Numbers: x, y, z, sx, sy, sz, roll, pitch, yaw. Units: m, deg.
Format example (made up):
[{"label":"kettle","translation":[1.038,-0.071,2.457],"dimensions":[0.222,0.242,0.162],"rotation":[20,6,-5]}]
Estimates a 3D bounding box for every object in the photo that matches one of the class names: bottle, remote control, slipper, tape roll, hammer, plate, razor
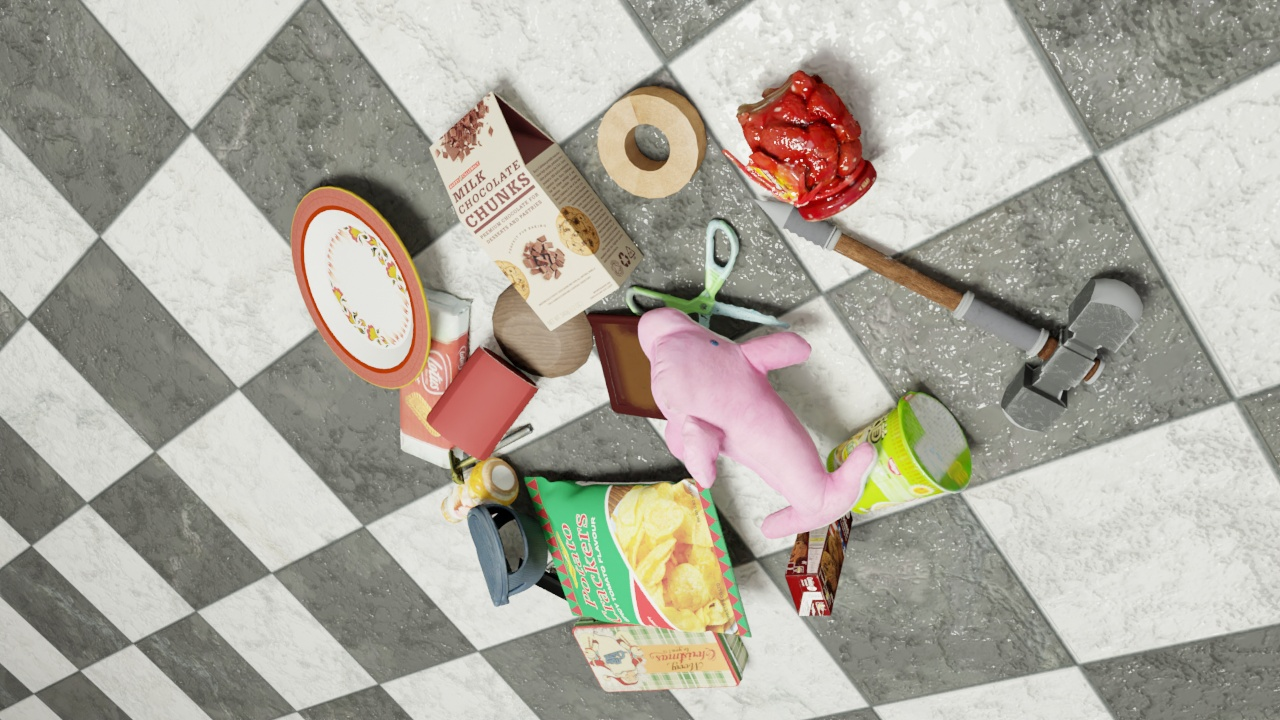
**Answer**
[{"label":"bottle","translation":[0.129,-0.171,0.736],"dimensions":[0.099,0.098,0.111],"rotation":[-23,116,32]},{"label":"remote control","translation":[-0.104,0.288,1.164],"dimensions":[0.124,0.011,0.028],"rotation":[23,122,16]},{"label":"slipper","translation":[-0.152,0.234,1.098],"dimensions":[0.264,0.082,0.101],"rotation":[106,144,-64]},{"label":"tape roll","translation":[0.010,-0.193,0.817],"dimensions":[0.094,0.027,0.094],"rotation":[11,124,16]},{"label":"hammer","translation":[0.245,-0.066,0.796],"dimensions":[0.322,0.042,0.156],"rotation":[28,127,7]},{"label":"plate","translation":[-0.301,-0.078,0.999],"dimensions":[0.230,0.021,0.230],"rotation":[20,124,32]},{"label":"bottle","translation":[-0.197,0.162,1.110],"dimensions":[0.109,0.063,0.063],"rotation":[-34,103,36]},{"label":"razor","translation":[-0.173,0.103,1.065],"dimensions":[0.106,0.042,0.026],"rotation":[-28,129,4]}]

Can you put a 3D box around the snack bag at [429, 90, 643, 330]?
[{"label":"snack bag","translation":[-0.104,-0.144,0.871],"dimensions":[0.095,0.069,0.206],"rotation":[-29,106,34]}]

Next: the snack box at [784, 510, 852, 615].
[{"label":"snack box","translation":[0.180,0.185,0.916],"dimensions":[0.032,0.140,0.051],"rotation":[-8,117,27]}]

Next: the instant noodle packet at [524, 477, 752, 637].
[{"label":"instant noodle packet","translation":[-0.008,0.220,1.043],"dimensions":[0.253,0.090,0.196],"rotation":[-5,110,35]}]

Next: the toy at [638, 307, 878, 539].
[{"label":"toy","translation":[0.084,0.064,0.842],"dimensions":[0.265,0.127,0.187],"rotation":[45,125,-1]}]

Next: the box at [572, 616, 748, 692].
[{"label":"box","translation":[0.022,0.357,1.152],"dimensions":[0.206,0.050,0.118],"rotation":[-12,116,28]}]

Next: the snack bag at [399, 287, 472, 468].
[{"label":"snack bag","translation":[-0.238,0.023,1.053],"dimensions":[0.077,0.041,0.226],"rotation":[19,127,13]}]

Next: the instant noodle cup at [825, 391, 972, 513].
[{"label":"instant noodle cup","translation":[0.239,0.096,0.870],"dimensions":[0.099,0.098,0.108],"rotation":[45,134,-9]}]

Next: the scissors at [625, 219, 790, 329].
[{"label":"scissors","translation":[0.062,-0.053,0.882],"dimensions":[0.171,0.021,0.172],"rotation":[12,112,21]}]

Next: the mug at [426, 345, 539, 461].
[{"label":"mug","translation":[-0.170,0.044,1.000],"dimensions":[0.080,0.116,0.096],"rotation":[36,90,-7]}]

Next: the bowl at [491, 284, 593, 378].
[{"label":"bowl","translation":[-0.110,-0.026,0.972],"dimensions":[0.118,0.030,0.118],"rotation":[11,124,16]}]

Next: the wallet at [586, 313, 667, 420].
[{"label":"wallet","translation":[-0.006,0.005,0.944],"dimensions":[0.092,0.018,0.116],"rotation":[6,122,39]}]

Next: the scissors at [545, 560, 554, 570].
[{"label":"scissors","translation":[-0.050,0.264,1.145],"dimensions":[0.170,0.012,0.133],"rotation":[-11,110,27]}]
